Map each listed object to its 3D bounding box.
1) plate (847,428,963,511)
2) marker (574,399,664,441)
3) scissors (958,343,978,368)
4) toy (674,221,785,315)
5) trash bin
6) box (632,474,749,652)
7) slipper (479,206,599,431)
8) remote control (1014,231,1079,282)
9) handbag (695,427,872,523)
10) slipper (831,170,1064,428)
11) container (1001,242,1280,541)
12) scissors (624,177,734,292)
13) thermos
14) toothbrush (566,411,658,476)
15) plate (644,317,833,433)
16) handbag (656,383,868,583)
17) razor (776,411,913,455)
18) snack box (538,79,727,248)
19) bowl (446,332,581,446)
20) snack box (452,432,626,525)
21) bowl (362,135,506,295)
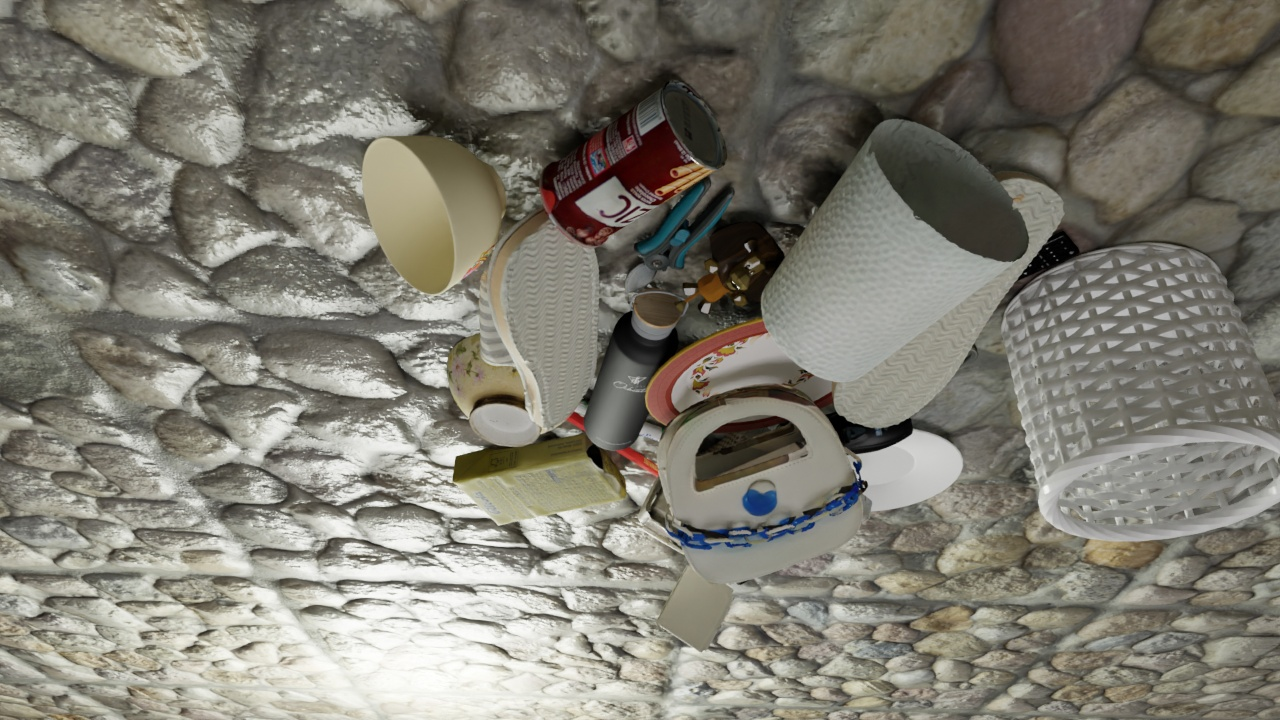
[{"bbox_3d":[0.268,0.126,1.075,0.208,0.015,0.209,1,145,1],"label":"plate"},{"bbox_3d":[-0.011,0.070,1.007,0.145,0.017,0.017,21,141,-26],"label":"marker"},{"bbox_3d":[0.247,0.003,0.901,0.171,0.012,0.157,-10,144,19],"label":"scissors"},{"bbox_3d":[0.071,-0.070,0.756,0.100,0.062,0.076,-35,115,18],"label":"toy"},{"bbox_3d":[0.175,-0.071,0.677,0.133,0.133,0.162,17,137,-21],"label":"trash bin"},{"bbox_3d":[0.046,0.218,1.018,0.143,0.183,0.099,34,145,1],"label":"box"},{"bbox_3d":[-0.083,-0.029,0.786,0.054,0.114,0.273,37,158,24],"label":"slipper"},{"bbox_3d":[0.304,-0.071,0.793,0.140,0.009,0.030,-28,136,36],"label":"remote control"},{"bbox_3d":[0.158,0.143,1.052,0.186,0.046,0.124,35,138,-11],"label":"handbag"},{"bbox_3d":[0.249,-0.048,0.775,0.115,0.052,0.264,13,128,-19],"label":"slipper"},{"bbox_3d":[0.420,0.030,0.778,0.189,0.186,0.190,1,146,1],"label":"container"},{"bbox_3d":[0.032,-0.097,0.761,0.139,0.019,0.136,-5,144,9],"label":"scissors"},{"bbox_3d":[-0.005,0.005,0.874,0.061,0.061,0.232,8,145,-9],"label":"thermos"},{"bbox_3d":[-0.035,0.086,1.037,0.018,0.012,0.212,-23,138,31],"label":"toothbrush"},{"bbox_3d":[0.116,0.010,0.872,0.229,0.021,0.230,-9,152,-5],"label":"plate"},{"bbox_3d":[0.114,0.118,0.895,0.201,0.093,0.200,-22,121,4],"label":"handbag"},{"bbox_3d":[0.213,0.077,0.962,0.141,0.053,0.063,-13,-177,14],"label":"razor"},{"bbox_3d":[-0.006,-0.138,0.658,0.122,0.072,0.072,-26,137,34],"label":"snack box"},{"bbox_3d":[-0.129,0.041,0.919,0.145,0.063,0.145,3,140,3],"label":"bowl"},{"bbox_3d":[-0.116,0.139,1.091,0.181,0.045,0.121,-13,141,16],"label":"snack box"},{"bbox_3d":[-0.143,-0.117,0.685,0.073,0.118,0.118,-28,164,-36],"label":"bowl"}]
